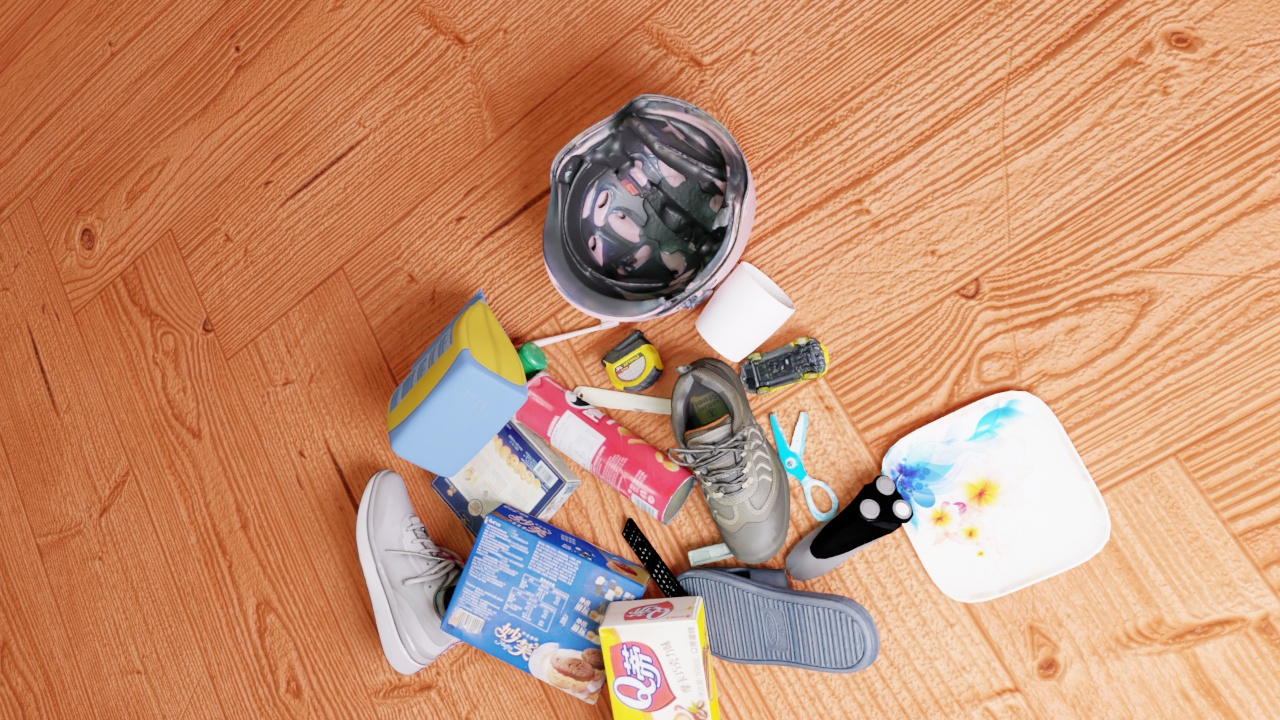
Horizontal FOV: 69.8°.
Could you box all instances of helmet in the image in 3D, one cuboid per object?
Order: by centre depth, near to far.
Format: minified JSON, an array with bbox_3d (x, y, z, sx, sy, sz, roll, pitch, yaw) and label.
[{"bbox_3d":[0.013,-0.161,1.047,0.230,0.152,0.256,39,100,14],"label":"helmet"}]

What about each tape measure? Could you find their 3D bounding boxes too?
[{"bbox_3d":[-0.007,0.006,1.106,0.066,0.037,0.064,-41,71,15],"label":"tape measure"}]

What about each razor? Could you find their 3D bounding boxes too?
[{"bbox_3d":[0.219,0.189,0.991,0.157,0.060,0.057,-49,60,34],"label":"razor"}]

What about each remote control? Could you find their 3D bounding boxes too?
[{"bbox_3d":[0.020,0.242,1.065,0.140,0.009,0.030,49,135,35],"label":"remote control"}]

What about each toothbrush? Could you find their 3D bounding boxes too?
[{"bbox_3d":[-0.110,-0.030,1.164,0.181,0.015,0.018,-15,73,21],"label":"toothbrush"}]

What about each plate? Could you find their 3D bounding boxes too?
[{"bbox_3d":[0.364,0.141,0.951,0.187,0.016,0.187,-29,76,18],"label":"plate"}]

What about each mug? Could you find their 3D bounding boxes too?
[{"bbox_3d":[0.110,-0.063,1.049,0.088,0.081,0.114,-48,39,19],"label":"mug"}]

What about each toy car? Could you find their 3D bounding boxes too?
[{"bbox_3d":[0.161,0.007,1.038,0.107,0.030,0.049,-18,80,31],"label":"toy car"}]

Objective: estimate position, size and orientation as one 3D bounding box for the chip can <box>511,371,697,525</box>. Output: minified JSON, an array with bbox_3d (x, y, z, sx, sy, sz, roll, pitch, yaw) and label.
[{"bbox_3d":[-0.044,0.103,1.096,0.233,0.073,0.073,32,98,21],"label":"chip can"}]

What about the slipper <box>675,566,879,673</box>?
[{"bbox_3d":[0.150,0.275,0.991,0.264,0.082,0.101,-3,94,45],"label":"slipper"}]

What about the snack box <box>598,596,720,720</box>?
[{"bbox_3d":[0.027,0.381,1.009,0.110,0.061,0.230,-7,100,12],"label":"snack box"}]

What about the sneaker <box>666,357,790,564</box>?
[{"bbox_3d":[0.093,0.102,0.985,0.101,0.143,0.238,-22,78,14],"label":"sneaker"}]

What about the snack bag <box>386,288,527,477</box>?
[{"bbox_3d":[-0.232,0.018,1.136,0.159,0.102,0.205,-45,35,17],"label":"snack bag"}]

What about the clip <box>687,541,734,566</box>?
[{"bbox_3d":[0.090,0.218,1.046,0.078,0.049,0.023,-19,80,27],"label":"clip"}]

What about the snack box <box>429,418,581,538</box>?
[{"bbox_3d":[-0.173,0.155,1.161,0.144,0.042,0.145,45,103,19],"label":"snack box"}]

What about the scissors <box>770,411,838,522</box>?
[{"bbox_3d":[0.161,0.124,1.041,0.115,0.013,0.140,-24,80,21],"label":"scissors"}]

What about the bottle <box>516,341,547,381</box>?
[{"bbox_3d":[-0.168,0.024,1.167,0.111,0.043,0.043,-39,73,21],"label":"bottle"}]

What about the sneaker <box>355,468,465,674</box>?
[{"bbox_3d":[-0.281,0.259,1.180,0.129,0.096,0.263,-18,78,9],"label":"sneaker"}]

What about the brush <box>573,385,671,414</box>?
[{"bbox_3d":[0.014,0.054,1.109,0.218,0.012,0.033,6,89,25],"label":"brush"}]

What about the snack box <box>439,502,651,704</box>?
[{"bbox_3d":[-0.110,0.284,1.085,0.203,0.069,0.155,23,95,7],"label":"snack box"}]
